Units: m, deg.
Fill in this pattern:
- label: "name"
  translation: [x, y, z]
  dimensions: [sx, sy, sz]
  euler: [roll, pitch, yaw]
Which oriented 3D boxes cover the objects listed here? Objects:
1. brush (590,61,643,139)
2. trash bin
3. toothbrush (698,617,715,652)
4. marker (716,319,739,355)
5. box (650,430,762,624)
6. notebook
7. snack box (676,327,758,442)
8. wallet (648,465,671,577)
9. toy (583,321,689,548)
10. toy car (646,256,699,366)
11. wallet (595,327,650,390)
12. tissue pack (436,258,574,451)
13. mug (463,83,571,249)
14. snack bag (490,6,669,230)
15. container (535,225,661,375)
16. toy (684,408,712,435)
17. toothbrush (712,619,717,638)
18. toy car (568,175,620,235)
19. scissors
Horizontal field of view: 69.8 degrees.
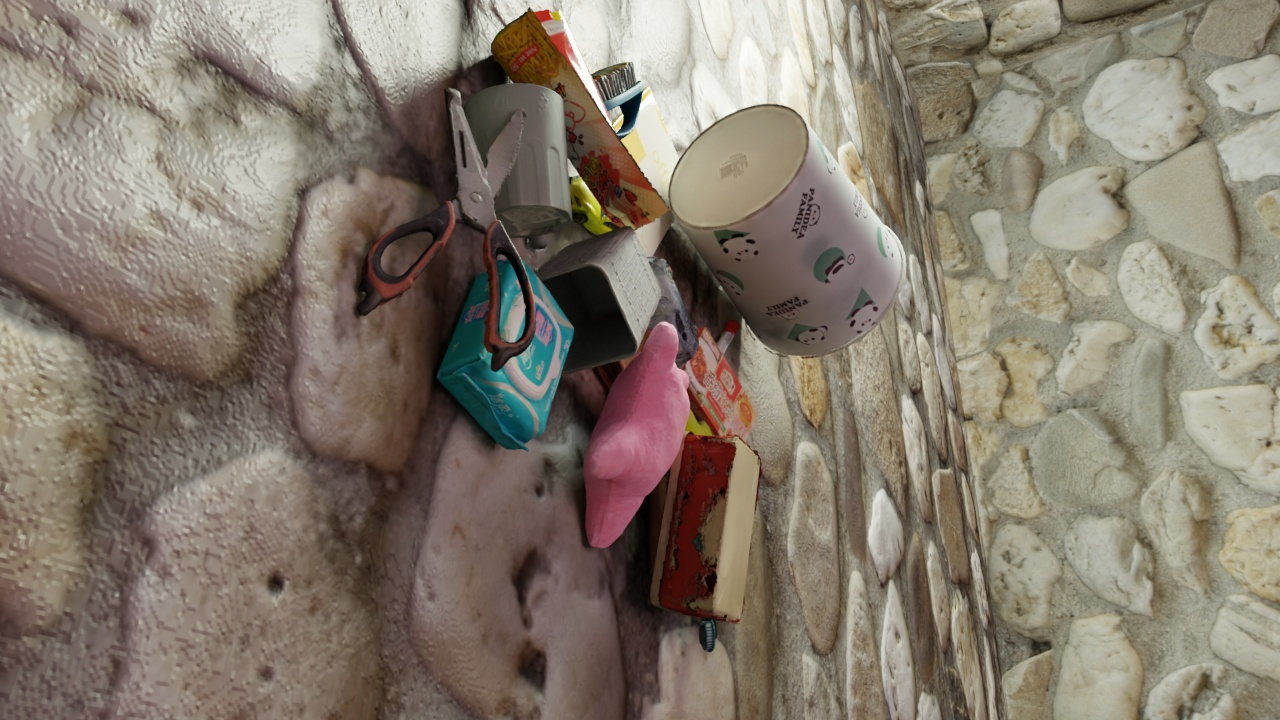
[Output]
- label: "brush"
  translation: [-0.033, -0.268, 0.963]
  dimensions: [0.073, 0.055, 0.143]
  euler: [66, 28, -17]
- label: "trash bin"
  translation: [0.175, -0.162, 1.131]
  dimensions: [0.252, 0.230, 0.229]
  euler: [44, 41, -44]
- label: "toothbrush"
  translation: [0.064, 0.194, 0.922]
  dimensions: [0.018, 0.016, 0.191]
  euler: [15, 70, -52]
- label: "marker"
  translation: [0.099, -0.015, 1.143]
  dimensions: [0.017, 0.017, 0.144]
  euler: [67, 29, -18]
- label: "box"
  translation: [0.072, 0.156, 0.863]
  dimensions: [0.091, 0.078, 0.168]
  euler: [40, 56, -56]
- label: "notebook"
  translation: [0.007, -0.220, 1.068]
  dimensions: [0.146, 0.010, 0.205]
  euler: [65, 29, -24]
- label: "snack box"
  translation: [0.085, 0.040, 1.061]
  dimensions: [0.153, 0.026, 0.075]
  euler: [56, 49, -34]
- label: "wallet"
  translation: [0.036, 0.162, 0.926]
  dimensions: [0.090, 0.033, 0.115]
  euler: [35, 52, -54]
- label: "toy"
  translation: [-0.004, 0.077, 0.824]
  dimensions: [0.179, 0.075, 0.194]
  euler: [76, 37, -61]
- label: "toy car"
  translation: [0.020, -0.051, 0.967]
  dimensions: [0.121, 0.054, 0.036]
  euler: [67, 27, -18]
- label: "wallet"
  translation: [-0.005, 0.005, 0.921]
  dimensions: [0.124, 0.032, 0.101]
  euler: [61, 28, -29]
- label: "tissue pack"
  translation: [-0.102, -0.005, 0.715]
  dimensions: [0.093, 0.050, 0.133]
  euler: [54, 35, -38]
- label: "mug"
  translation: [-0.098, -0.158, 0.776]
  dimensions: [0.124, 0.084, 0.103]
  euler: [70, 14, -78]
- label: "snack bag"
  translation: [-0.051, -0.211, 0.833]
  dimensions: [0.208, 0.073, 0.129]
  euler: [59, -13, -8]
- label: "container"
  translation: [-0.041, -0.059, 0.820]
  dimensions: [0.090, 0.090, 0.114]
  euler: [66, 26, -21]
- label: "toy"
  translation: [0.058, 0.093, 0.999]
  dimensions: [0.100, 0.031, 0.096]
  euler: [-14, 92, -64]
- label: "toothbrush"
  translation: [0.074, 0.200, 0.971]
  dimensions: [0.017, 0.012, 0.185]
  euler: [10, 78, -69]
- label: "toy car"
  translation: [-0.038, -0.151, 0.926]
  dimensions: [0.105, 0.032, 0.048]
  euler: [30, 52, -53]
- label: "scissors"
  translation: [-0.125, -0.097, 0.667]
  dimensions: [0.189, 0.015, 0.225]
  euler: [48, 58, -4]
